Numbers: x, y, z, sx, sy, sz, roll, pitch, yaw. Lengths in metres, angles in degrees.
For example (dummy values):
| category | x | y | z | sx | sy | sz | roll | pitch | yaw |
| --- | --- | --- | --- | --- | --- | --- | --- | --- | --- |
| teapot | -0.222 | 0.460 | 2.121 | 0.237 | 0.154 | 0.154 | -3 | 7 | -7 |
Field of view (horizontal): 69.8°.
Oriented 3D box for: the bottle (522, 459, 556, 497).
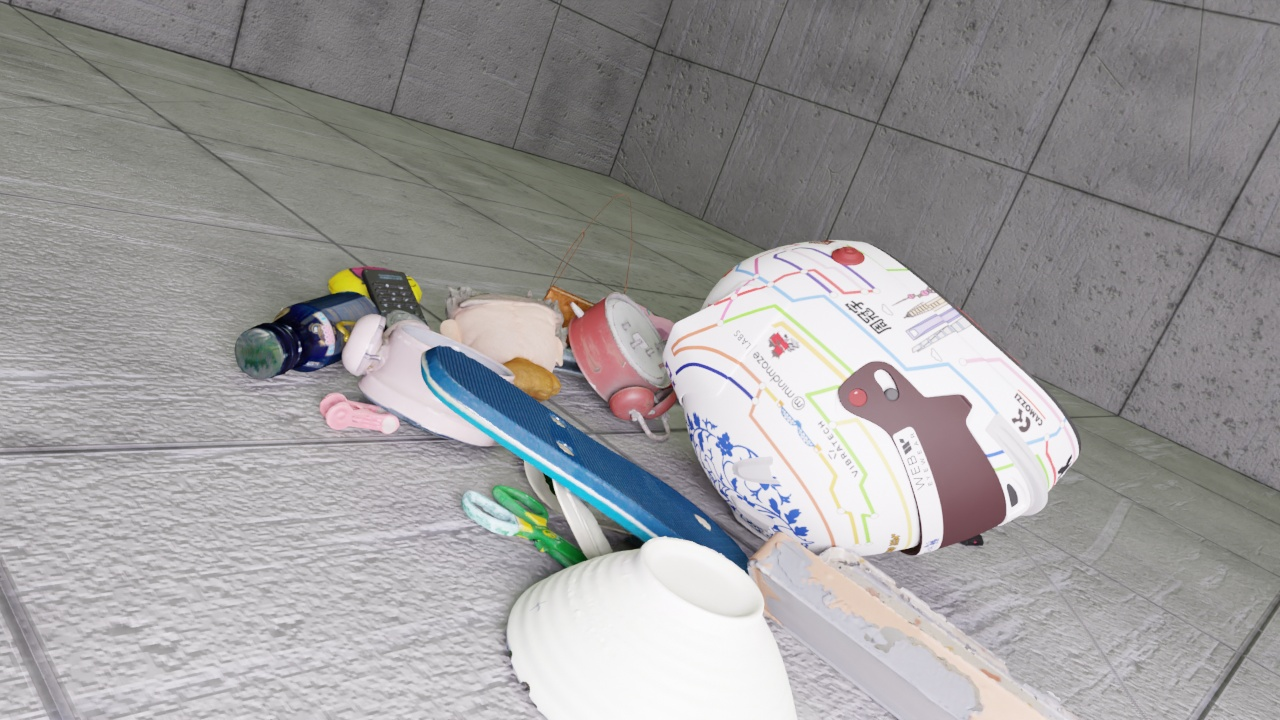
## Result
| category | x | y | z | sx | sy | sz | roll | pitch | yaw |
| --- | --- | --- | --- | --- | --- | --- | --- | --- | --- |
| bottle | -0.078 | 0.073 | 0.725 | 0.033 | 0.033 | 0.123 | 16 | 16 | -20 |

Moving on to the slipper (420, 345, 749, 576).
| category | x | y | z | sx | sy | sz | roll | pitch | yaw |
| --- | --- | --- | --- | --- | --- | --- | --- | --- | --- |
| slipper | -0.034 | 0.093 | 0.614 | 0.295 | 0.060 | 0.118 | 37 | 3 | -23 |

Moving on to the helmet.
| category | x | y | z | sx | sy | sz | roll | pitch | yaw |
| --- | --- | --- | --- | --- | --- | --- | --- | --- | --- |
| helmet | 0.167 | 0.049 | 0.764 | 0.314 | 0.235 | 0.231 | 46 | -10 | 18 |

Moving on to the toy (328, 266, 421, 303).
| category | x | y | z | sx | sy | sz | roll | pitch | yaw |
| --- | --- | --- | --- | --- | --- | --- | --- | --- | --- |
| toy | -0.275 | -0.073 | 0.955 | 0.094 | 0.041 | 0.095 | 25 | 22 | 25 |

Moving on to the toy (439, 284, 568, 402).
| category | x | y | z | sx | sy | sz | roll | pitch | yaw |
| --- | --- | --- | --- | --- | --- | --- | --- | --- | --- |
| toy | -0.123 | -0.010 | 0.867 | 0.132 | 0.076 | 0.175 | 5 | 31 | -21 |

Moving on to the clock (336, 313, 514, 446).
| category | x | y | z | sx | sy | sz | roll | pitch | yaw |
| --- | --- | --- | --- | --- | --- | --- | --- | --- | --- |
| clock | -0.172 | 0.009 | 0.730 | 0.158 | 0.059 | 0.116 | 27 | 4 | 14 |

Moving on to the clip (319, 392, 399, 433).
| category | x | y | z | sx | sy | sz | roll | pitch | yaw |
| --- | --- | --- | --- | --- | --- | --- | --- | --- | --- |
| clip | -0.205 | 0.043 | 0.679 | 0.059 | 0.023 | 0.039 | 10 | 14 | -42 |

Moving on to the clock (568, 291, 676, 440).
| category | x | y | z | sx | sy | sz | roll | pitch | yaw |
| --- | --- | --- | --- | --- | --- | --- | --- | --- | --- |
| clock | -0.006 | 0.005 | 0.918 | 0.109 | 0.062 | 0.156 | 5 | 58 | -63 |

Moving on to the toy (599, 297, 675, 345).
| category | x | y | z | sx | sy | sz | roll | pitch | yaw |
| --- | --- | --- | --- | --- | --- | --- | --- | --- | --- |
| toy | 0.018 | -0.027 | 1.157 | 0.123 | 0.067 | 0.157 | 32 | 13 | 40 |

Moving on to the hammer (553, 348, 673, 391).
| category | x | y | z | sx | sy | sz | roll | pitch | yaw |
| --- | --- | --- | --- | --- | --- | --- | --- | --- | --- |
| hammer | 0.019 | 0.020 | 1.042 | 0.325 | 0.036 | 0.140 | 13 | 18 | -30 |

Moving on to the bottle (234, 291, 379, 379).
| category | x | y | z | sx | sy | sz | roll | pitch | yaw |
| --- | --- | --- | --- | --- | --- | --- | --- | --- | --- |
| bottle | -0.268 | -0.020 | 0.748 | 0.056 | 0.056 | 0.160 | 22 | 15 | 4 |

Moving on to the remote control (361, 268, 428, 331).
| category | x | y | z | sx | sy | sz | roll | pitch | yaw |
| --- | --- | --- | --- | --- | --- | --- | --- | --- | --- |
| remote control | -0.227 | -0.036 | 0.873 | 0.045 | 0.021 | 0.140 | 2 | 42 | -38 |

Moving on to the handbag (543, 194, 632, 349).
| category | x | y | z | sx | sy | sz | roll | pitch | yaw |
| --- | --- | --- | --- | --- | --- | --- | --- | --- | --- |
| handbag | -0.052 | -0.095 | 1.041 | 0.093 | 0.196 | 0.043 | 23 | 9 | -1 |

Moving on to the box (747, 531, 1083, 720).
| category | x | y | z | sx | sy | sz | roll | pitch | yaw |
| --- | --- | --- | --- | --- | --- | --- | --- | --- | --- |
| box | 0.182 | 0.183 | 0.589 | 0.217 | 0.094 | 0.121 | 32 | -23 | 37 |

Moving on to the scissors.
| category | x | y | z | sx | sy | sz | roll | pitch | yaw |
| --- | --- | --- | --- | --- | --- | --- | --- | --- | --- |
| scissors | -0.067 | 0.120 | 0.607 | 0.132 | 0.013 | 0.078 | 34 | 14 | 34 |

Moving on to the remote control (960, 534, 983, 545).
| category | x | y | z | sx | sy | sz | roll | pitch | yaw |
| --- | --- | --- | --- | --- | --- | --- | --- | --- | --- |
| remote control | 0.313 | 0.163 | 0.992 | 0.039 | 0.010 | 0.125 | 9 | 18 | -38 |

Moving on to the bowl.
| category | x | y | z | sx | sy | sz | roll | pitch | yaw |
| --- | --- | --- | --- | --- | --- | --- | --- | --- | --- |
| bowl | 0.021 | 0.147 | 0.508 | 0.177 | 0.071 | 0.177 | 22 | 15 | -7 |
